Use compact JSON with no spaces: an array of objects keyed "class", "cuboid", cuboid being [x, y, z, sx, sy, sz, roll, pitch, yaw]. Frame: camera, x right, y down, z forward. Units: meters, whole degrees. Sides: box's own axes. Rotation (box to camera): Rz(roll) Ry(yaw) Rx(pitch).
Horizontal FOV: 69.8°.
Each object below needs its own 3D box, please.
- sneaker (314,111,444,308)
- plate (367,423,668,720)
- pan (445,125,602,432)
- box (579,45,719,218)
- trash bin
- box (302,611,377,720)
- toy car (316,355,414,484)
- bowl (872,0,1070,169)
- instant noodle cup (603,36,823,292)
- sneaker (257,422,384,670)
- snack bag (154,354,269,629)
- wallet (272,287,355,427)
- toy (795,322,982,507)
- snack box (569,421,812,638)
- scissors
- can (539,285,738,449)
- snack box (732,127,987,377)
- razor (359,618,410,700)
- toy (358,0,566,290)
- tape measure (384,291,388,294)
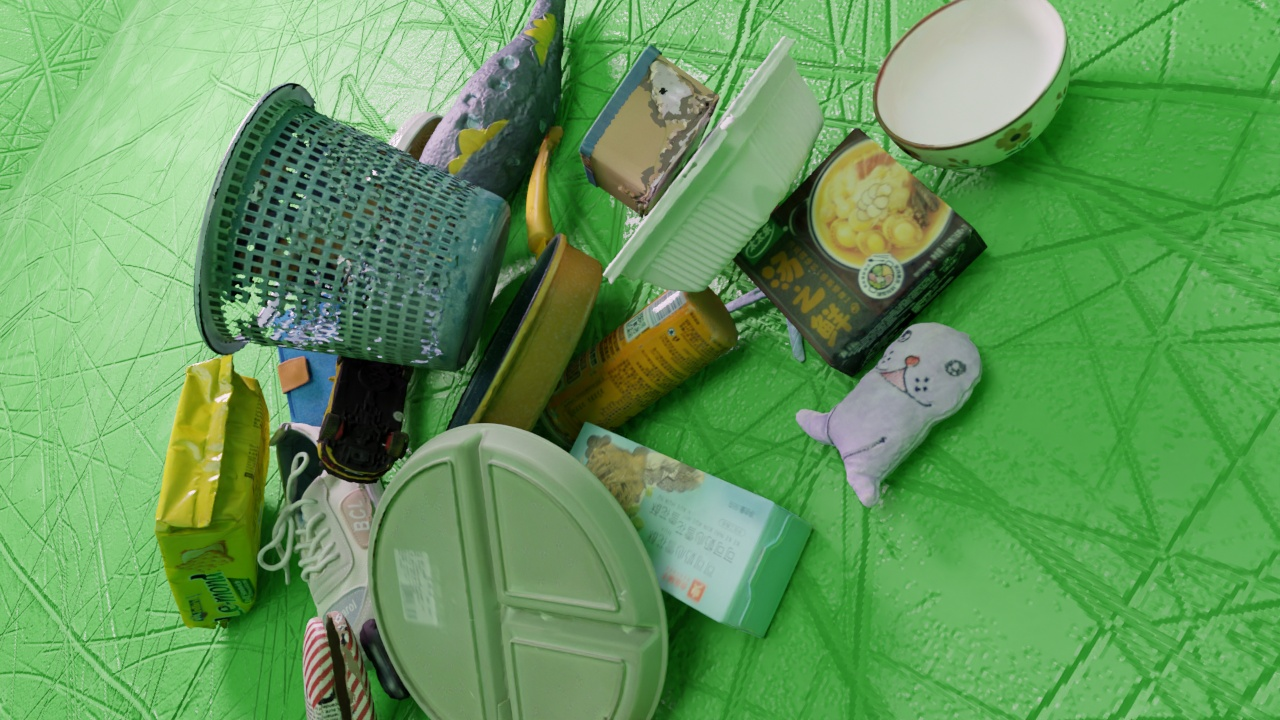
[{"class":"sneaker","cuboid":[-0.276,-0.151,0.935,0.088,0.118,0.241,29,92,25]},{"class":"plate","cuboid":[-0.087,0.154,0.570,0.231,0.027,0.230,6,102,30]},{"class":"pan","cuboid":[-0.088,-0.063,0.716,0.198,0.078,0.356,-48,19,46]},{"class":"box","cuboid":[0.005,-0.160,0.676,0.090,0.062,0.184,-54,4,0]},{"class":"trash bin","cuboid":[-0.218,-0.086,0.751,0.226,0.195,0.226,-165,92,-85]},{"class":"box","cuboid":[-0.205,0.258,0.648,0.072,0.060,0.164,175,87,-80]},{"class":"toy car","cuboid":[-0.238,0.036,0.804,0.041,0.071,0.155,-48,33,38]},{"class":"bowl","cuboid":[0.208,-0.163,0.564,0.114,0.062,0.113,-19,57,31]},{"class":"instant noodle cup","cuboid":[0.057,-0.117,0.592,0.138,0.060,0.173,-47,9,45]},{"class":"sneaker","cuboid":[-0.259,0.141,0.761,0.090,0.090,0.242,-43,47,14]},{"class":"snack bag","cuboid":[-0.371,0.128,0.813,0.247,0.068,0.157,117,152,-50]},{"class":"wallet","cuboid":[-0.302,0.006,0.877,0.107,0.040,0.133,-16,82,29]},{"class":"toy","cuboid":[0.146,0.022,0.527,0.108,0.039,0.084,-48,41,10]},{"class":"snack box","cuboid":[0.017,0.102,0.581,0.175,0.051,0.074,18,78,44]},{"class":"scissors","cuboid":[0.104,-0.060,0.627,0.134,0.017,0.133,-21,59,29]},{"class":"can","cuboid":[-0.004,0.004,0.644,0.146,0.058,0.058,-36,48,23]},{"class":"snack box","cuboid":[0.128,-0.073,0.575,0.113,0.053,0.125,-47,61,14]},{"class":"razor","cuboid":[-0.141,0.166,0.672,0.167,0.067,0.062,-52,27,-6]},{"class":"toy","cuboid":[-0.151,-0.209,0.871,0.356,0.091,0.138,-58,33,-5]},{"class":"tape measure","cuboid":[-0.223,-0.044,0.872,0.057,0.039,0.057,-1,71,36]}]
